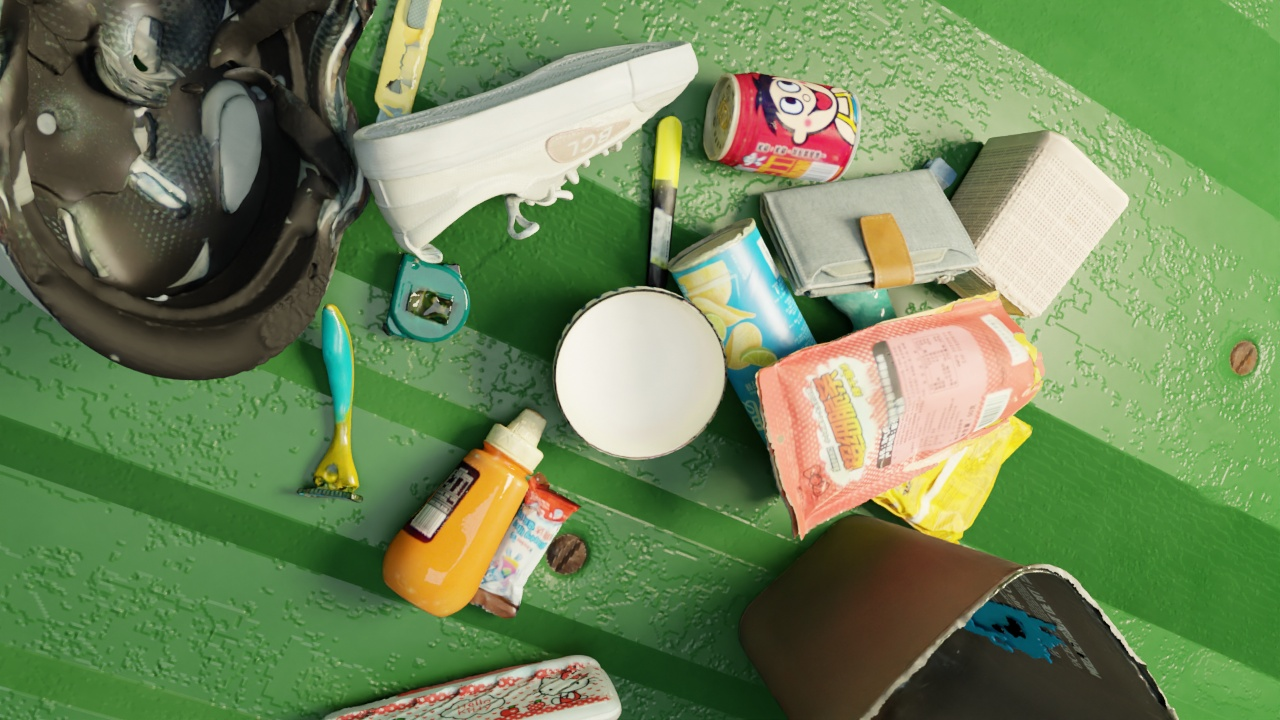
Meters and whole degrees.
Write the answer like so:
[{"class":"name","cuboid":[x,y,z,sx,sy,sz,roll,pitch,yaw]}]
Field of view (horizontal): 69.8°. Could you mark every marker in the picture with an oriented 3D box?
[{"class":"marker","cuboid":[0.016,-0.111,0.657,0.018,0.015,0.124,2,99,-15]}]

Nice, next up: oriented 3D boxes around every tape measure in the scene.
[{"class":"tape measure","cuboid":[-0.142,-0.040,0.616,0.054,0.025,0.058,13,94,-15]}]

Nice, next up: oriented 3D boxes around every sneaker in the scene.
[{"class":"sneaker","cuboid":[-0.056,-0.136,0.585,0.241,0.089,0.091,-29,122,-26]}]

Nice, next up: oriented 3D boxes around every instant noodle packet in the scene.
[{"class":"instant noodle packet","cuboid":[0.239,0.073,0.722,0.110,0.044,0.128,34,89,-21]}]

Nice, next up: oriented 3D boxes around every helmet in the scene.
[{"class":"helmet","cuboid":[-0.272,-0.136,0.491,0.157,0.229,0.274,11,99,26]}]

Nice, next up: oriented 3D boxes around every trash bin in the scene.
[{"class":"trash bin","cuboid":[0.196,0.225,0.637,0.198,0.220,0.199,-41,104,-6]}]

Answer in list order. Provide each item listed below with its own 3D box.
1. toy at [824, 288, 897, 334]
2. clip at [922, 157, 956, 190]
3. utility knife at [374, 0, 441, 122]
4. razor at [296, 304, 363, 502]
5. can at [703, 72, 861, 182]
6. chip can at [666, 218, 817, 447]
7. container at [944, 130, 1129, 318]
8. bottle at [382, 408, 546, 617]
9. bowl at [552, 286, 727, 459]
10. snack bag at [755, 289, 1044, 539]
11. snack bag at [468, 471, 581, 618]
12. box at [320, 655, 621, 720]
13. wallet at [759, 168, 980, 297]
[{"class":"toy","cuboid":[0.167,-0.035,0.698,0.096,0.030,0.092,-28,101,-4]},{"class":"clip","cuboid":[0.218,-0.128,0.705,0.026,0.037,0.058,39,86,-18]},{"class":"utility knife","cuboid":[-0.147,-0.217,0.602,0.031,0.019,0.183,15,97,-10]},{"class":"razor","cuboid":[-0.202,0.028,0.606,0.043,0.028,0.132,4,99,16]},{"class":"can","cuboid":[0.098,-0.164,0.644,0.093,0.066,0.066,5,95,-15]},{"class":"chip can","cuboid":[0.098,0.006,0.662,0.071,0.071,0.210,-32,103,-9]},{"class":"container","cuboid":[0.282,-0.098,0.691,0.090,0.090,0.111,35,89,-16]},{"class":"bottle","cuboid":[-0.112,0.097,0.624,0.066,0.067,0.149,36,79,-16]},{"class":"bowl","cuboid":[-0.004,0.004,0.633,0.116,0.066,0.116,-2,102,-8]},{"class":"snack bag","cuboid":[0.176,0.029,0.628,0.207,0.073,0.129,-19,110,-22]},{"class":"snack bag","cuboid":[-0.084,0.132,0.651,0.045,0.026,0.105,32,90,-19]},{"class":"box","cuboid":[-0.113,0.271,0.622,0.201,0.100,0.094,-9,98,-13]},{"class":"wallet","cuboid":[0.161,-0.092,0.649,0.129,0.106,0.037,-9,141,-7]}]
